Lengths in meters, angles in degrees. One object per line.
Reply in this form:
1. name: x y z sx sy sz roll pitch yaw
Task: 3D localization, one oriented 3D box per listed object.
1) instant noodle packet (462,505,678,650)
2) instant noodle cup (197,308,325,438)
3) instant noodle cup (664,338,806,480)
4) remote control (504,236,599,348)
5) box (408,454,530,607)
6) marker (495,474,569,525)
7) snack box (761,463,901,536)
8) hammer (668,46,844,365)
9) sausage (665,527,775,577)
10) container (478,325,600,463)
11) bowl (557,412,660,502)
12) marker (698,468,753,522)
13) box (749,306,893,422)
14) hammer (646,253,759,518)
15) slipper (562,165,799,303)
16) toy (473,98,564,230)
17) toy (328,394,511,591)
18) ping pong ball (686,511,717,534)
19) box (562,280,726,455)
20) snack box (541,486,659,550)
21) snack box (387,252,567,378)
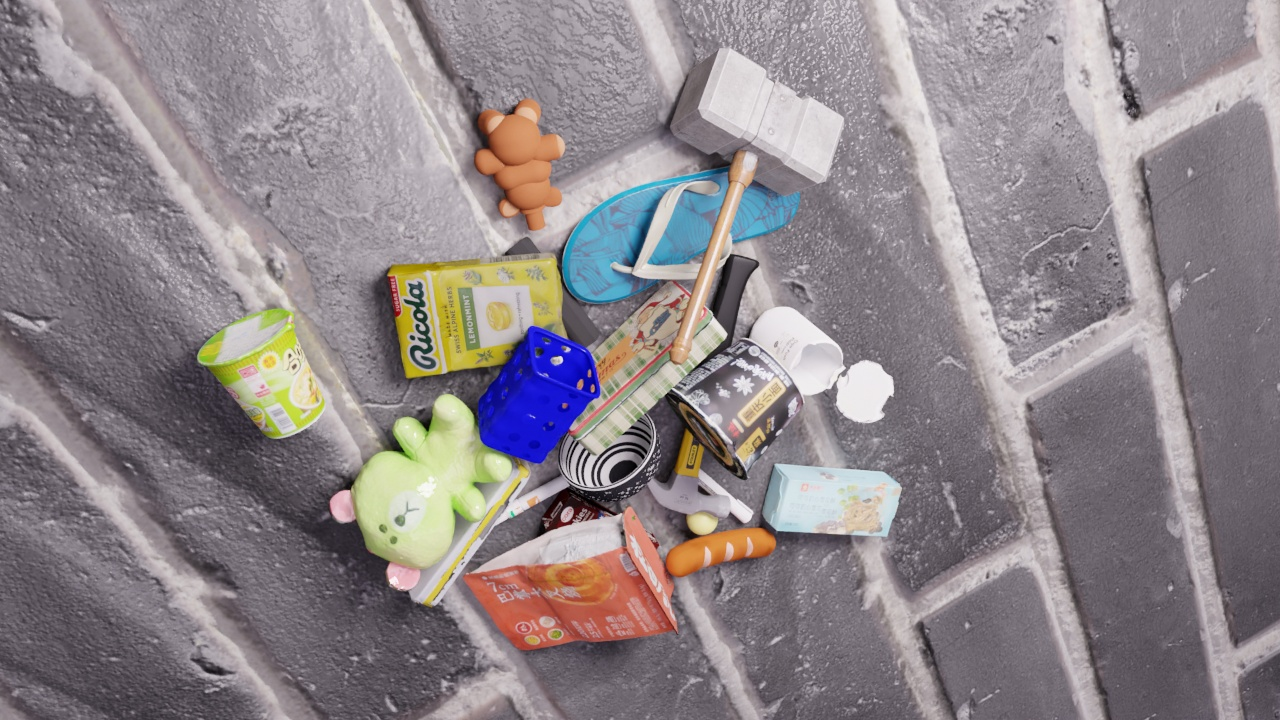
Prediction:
1. instant noodle packet: -0.084 0.286 1.115 0.221 0.083 0.164 -19 125 11
2. instant noodle cup: -0.381 0.018 0.942 0.099 0.099 0.108 -23 122 -8
3. instant noodle cup: 0.111 0.047 1.036 0.112 0.137 0.137 -42 115 -9
4. remote control: -0.098 -0.074 1.030 0.033 0.015 0.147 -37 115 -1
5. box: -0.204 0.192 1.070 0.037 0.064 0.210 33 97 -31
6. marker: -0.120 0.161 1.108 0.145 0.017 0.017 -28 115 -5
7. snack box: 0.252 0.184 1.208 0.174 0.053 0.075 6 107 -20
8. hammer: 0.087 -0.143 0.957 0.162 0.083 0.317 24 78 -21
9. sausage: 0.103 0.243 1.177 0.164 0.044 0.039 -5 134 -31
10. container: -0.112 0.039 0.983 0.084 0.085 0.114 24 120 -28
11. bowl: -0.029 0.117 1.071 0.120 0.120 0.066 -32 135 -4
12. marker: 0.097 0.165 1.173 0.020 0.017 0.133 -39 116 17
13. box: 0.212 0.005 1.080 0.125 0.156 0.084 26 104 -34
14. hammer: 0.081 0.032 1.105 0.127 0.029 0.324 10 101 -12
15. slipper: 0.051 -0.149 1.024 0.294 0.060 0.118 -21 110 -10
16. toy: -0.123 -0.201 0.960 0.095 0.065 0.128 -14 121 -3
17. toy: -0.238 0.138 1.022 0.197 0.107 0.150 -41 96 10
18. ping pong ball: 0.079 0.202 1.169 0.040 0.040 0.040 -5 111 -15
19. box: -0.006 0.006 1.032 0.205 0.117 0.051 -43 117 3
20. snack box: -0.049 0.213 1.140 0.141 0.031 0.051 33 98 -24
21. snack box: -0.172 -0.050 0.991 0.181 0.045 0.121 -6 114 -8
